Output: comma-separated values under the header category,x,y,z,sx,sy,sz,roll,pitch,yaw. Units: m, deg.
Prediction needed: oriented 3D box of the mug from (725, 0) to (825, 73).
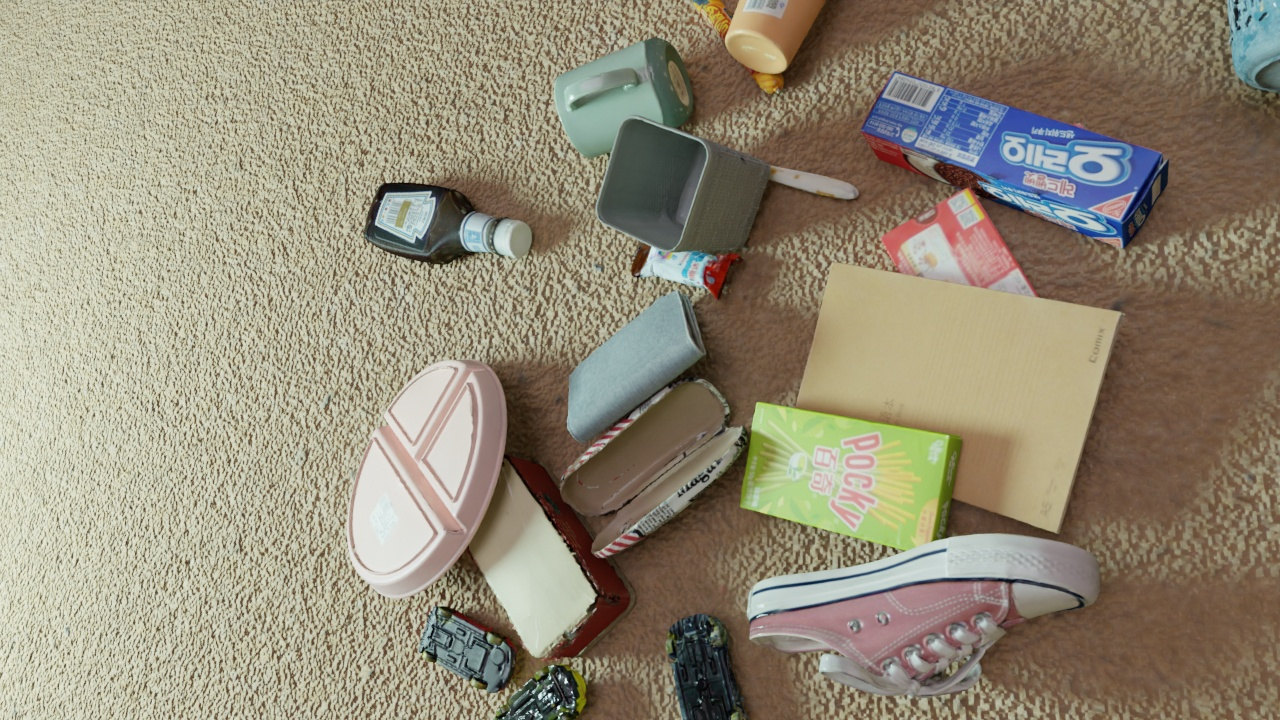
category,x,y,z,sx,sy,sz,roll,pitch,yaw
mug,0.122,-0.311,0.776,0.078,0.078,0.122,19,80,32

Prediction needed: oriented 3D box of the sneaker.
category,x,y,z,sx,sy,sz,roll,pitch,yaw
sneaker,0.180,0.179,0.608,0.242,0.118,0.087,-18,51,30

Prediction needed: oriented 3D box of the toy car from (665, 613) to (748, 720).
category,x,y,z,sx,sy,sz,roll,pitch,yaw
toy car,0.052,0.249,0.702,0.049,0.031,0.105,-22,66,23

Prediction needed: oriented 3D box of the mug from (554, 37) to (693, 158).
category,x,y,z,sx,sy,sz,roll,pitch,yaw
mug,-0.018,-0.239,0.824,0.106,0.111,0.082,-14,89,23

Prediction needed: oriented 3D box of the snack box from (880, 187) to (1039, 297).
category,x,y,z,sx,sy,sz,roll,pitch,yaw
snack box,0.246,-0.047,0.676,0.075,0.025,0.152,-31,64,20

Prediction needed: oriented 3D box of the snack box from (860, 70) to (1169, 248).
category,x,y,z,sx,sy,sz,roll,pitch,yaw
snack box,0.268,-0.150,0.672,0.207,0.058,0.057,30,92,32

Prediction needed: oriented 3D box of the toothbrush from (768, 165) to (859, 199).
category,x,y,z,sx,sy,sz,roll,pitch,yaw
toothbrush,0.101,-0.164,0.796,0.191,0.018,0.016,21,89,29

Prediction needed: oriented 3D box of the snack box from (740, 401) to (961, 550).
category,x,y,z,sx,sy,sz,roll,pitch,yaw
snack box,0.150,0.083,0.677,0.157,0.026,0.086,9,89,39

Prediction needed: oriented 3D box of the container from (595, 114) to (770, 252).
category,x,y,z,sx,sy,sz,roll,pitch,yaw
container,0.040,-0.141,0.755,0.090,0.114,0.090,30,110,31

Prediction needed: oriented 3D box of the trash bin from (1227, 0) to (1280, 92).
category,x,y,z,sx,sy,sz,roll,pitch,yaw
trash bin,0.439,-0.268,0.535,0.227,0.226,0.195,4,92,30

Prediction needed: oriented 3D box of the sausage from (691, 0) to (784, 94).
category,x,y,z,sx,sy,sz,roll,pitch,yaw
sausage,0.085,-0.295,0.834,0.021,0.021,0.165,-39,62,15

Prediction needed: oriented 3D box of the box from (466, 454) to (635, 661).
category,x,y,z,sx,sy,sz,roll,pitch,yaw
box,-0.092,0.165,0.778,0.091,0.078,0.168,-46,59,11

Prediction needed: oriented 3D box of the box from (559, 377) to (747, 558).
category,x,y,z,sx,sy,sz,roll,pitch,yaw
box,0.011,0.092,0.741,0.162,0.076,0.087,-39,32,12

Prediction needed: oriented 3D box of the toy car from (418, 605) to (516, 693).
category,x,y,z,sx,sy,sz,roll,pitch,yaw
toy car,-0.151,0.256,0.814,0.106,0.031,0.049,14,85,34

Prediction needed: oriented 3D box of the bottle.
category,x,y,z,sx,sy,sz,roll,pitch,yaw
bottle,-0.197,-0.136,0.937,0.195,0.044,0.080,13,84,30

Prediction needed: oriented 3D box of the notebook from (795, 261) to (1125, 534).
category,x,y,z,sx,sy,sz,roll,pitch,yaw
notebook,0.214,0.018,0.659,0.212,0.012,0.149,17,95,39

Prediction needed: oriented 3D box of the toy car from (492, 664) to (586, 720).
category,x,y,z,sx,sy,sz,roll,pitch,yaw
toy car,-0.083,0.294,0.767,0.105,0.032,0.048,-47,59,24

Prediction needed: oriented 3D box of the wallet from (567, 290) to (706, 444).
category,x,y,z,sx,sy,sz,roll,pitch,yaw
wallet,-0.005,0.005,0.778,0.130,0.037,0.106,-37,26,17

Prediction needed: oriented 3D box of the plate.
category,x,y,z,sx,sy,sz,roll,pitch,yaw
plate,-0.203,0.101,0.840,0.230,0.028,0.229,-27,50,37

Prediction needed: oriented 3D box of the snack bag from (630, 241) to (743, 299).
category,x,y,z,sx,sy,sz,roll,pitch,yaw
snack bag,0.039,-0.083,0.801,0.105,0.026,0.045,19,88,33
